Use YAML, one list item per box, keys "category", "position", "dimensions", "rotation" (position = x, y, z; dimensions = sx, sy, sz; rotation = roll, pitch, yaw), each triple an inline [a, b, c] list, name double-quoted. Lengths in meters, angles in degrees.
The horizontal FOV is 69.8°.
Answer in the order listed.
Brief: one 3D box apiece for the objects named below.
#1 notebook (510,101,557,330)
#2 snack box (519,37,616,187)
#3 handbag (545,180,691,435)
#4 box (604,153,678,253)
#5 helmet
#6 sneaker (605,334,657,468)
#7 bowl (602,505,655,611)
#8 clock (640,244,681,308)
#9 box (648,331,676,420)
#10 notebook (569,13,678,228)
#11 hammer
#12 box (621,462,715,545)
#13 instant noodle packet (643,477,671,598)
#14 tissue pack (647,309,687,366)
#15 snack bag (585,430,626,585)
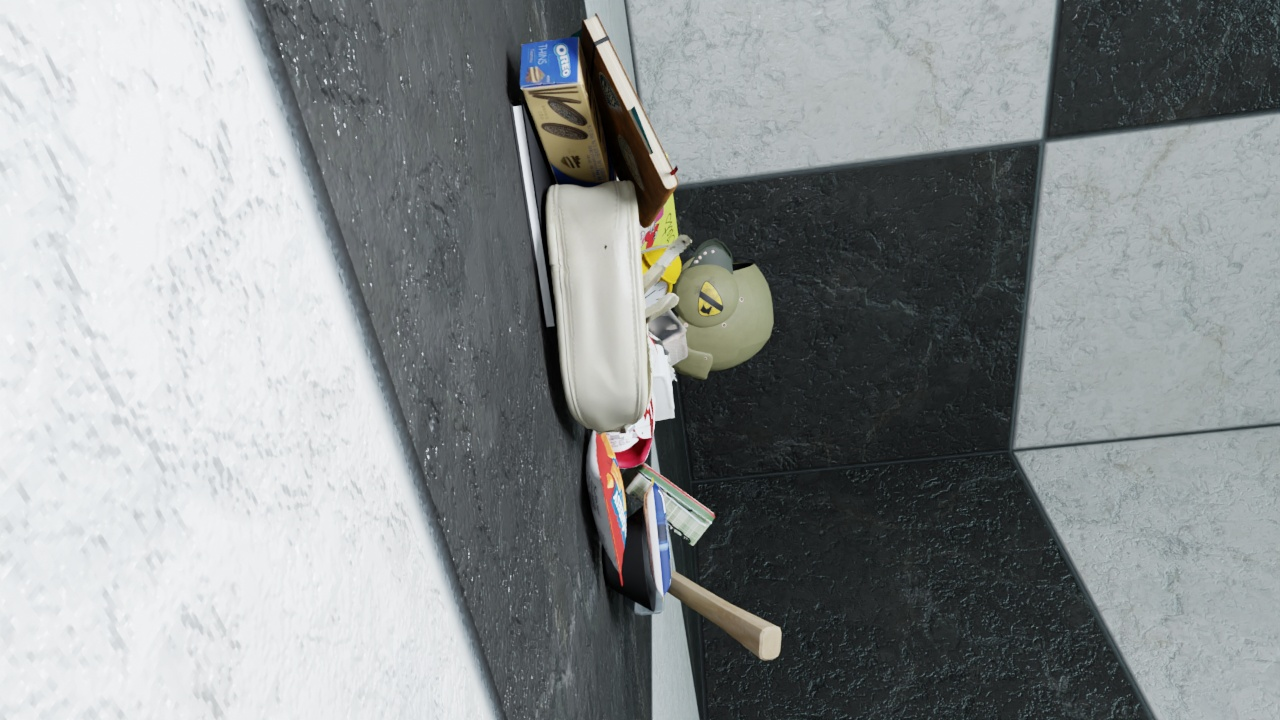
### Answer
- category: "notebook"
  position: [-0.092, -0.146, 0.905]
  dimensions: [0.148, 0.016, 0.207]
  rotation: [-74, 158, -75]
- category: "snack box"
  position: [-0.063, -0.216, 0.889]
  dimensions: [0.207, 0.057, 0.056]
  rotation: [71, 15, -64]
- category: "handbag"
  position: [-0.016, -0.051, 0.901]
  dimensions: [0.184, 0.132, 0.229]
  rotation: [84, 4, -77]
- category: "box"
  position: [-0.018, -0.158, 1.127]
  dimensions: [0.124, 0.082, 0.221]
  rotation: [-56, 159, -19]
- category: "helmet"
  position: [0.103, -0.086, 1.614]
  dimensions: [0.250, 0.256, 0.233]
  rotation: [-67, 147, -78]
- category: "sneaker"
  position: [-0.025, 0.052, 1.085]
  dimensions: [0.237, 0.090, 0.104]
  rotation: [86, 5, -54]
- category: "bowl"
  position: [-0.016, 0.236, 1.088]
  dimensions: [0.124, 0.052, 0.124]
  rotation: [-4, 88, -85]
- category: "clock"
  position: [-0.012, -0.081, 1.070]
  dimensions: [0.052, 0.113, 0.152]
  rotation: [56, -39, 20]
- category: "box"
  position: [-0.007, 0.003, 1.222]
  dimensions: [0.110, 0.103, 0.130]
  rotation: [75, 7, -55]
- category: "notebook"
  position: [-0.020, -0.227, 0.883]
  dimensions: [0.178, 0.014, 0.249]
  rotation: [64, -4, -2]
- category: "hammer"
  position: [0.066, 0.283, 1.098]
  dimensions: [0.323, 0.051, 0.117]
  rotation: [9, -83, 64]
- category: "box"
  position: [0.030, 0.182, 1.224]
  dimensions: [0.117, 0.050, 0.205]
  rotation: [40, -6, 1]
- category: "instant noodle packet"
  position: [0.020, 0.204, 1.061]
  dimensions: [0.087, 0.026, 0.134]
  rotation: [65, 19, -86]
- category: "tissue pack"
  position: [-0.007, -0.071, 1.283]
  dimensions: [0.181, 0.071, 0.104]
  rotation: [50, -12, 22]
- category: "snack bag"
  position: [-0.037, 0.151, 1.016]
  dimensions: [0.143, 0.039, 0.131]
  rotation: [-99, 180, -60]
